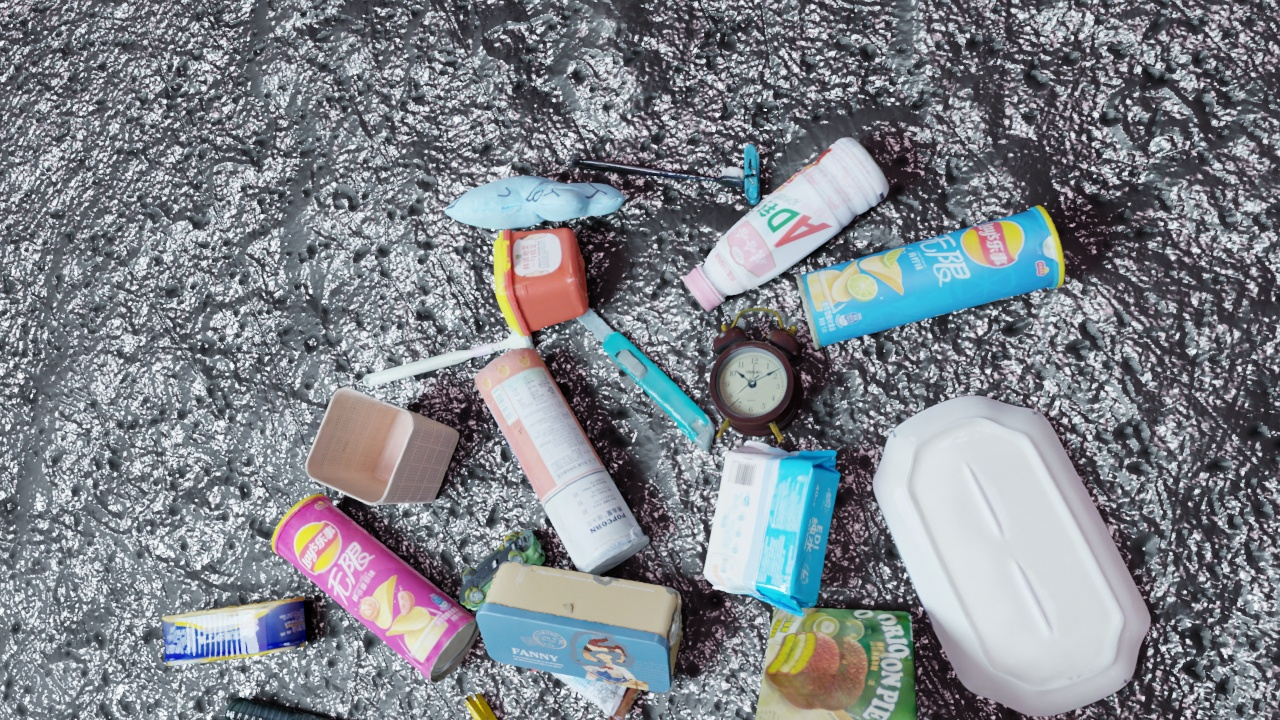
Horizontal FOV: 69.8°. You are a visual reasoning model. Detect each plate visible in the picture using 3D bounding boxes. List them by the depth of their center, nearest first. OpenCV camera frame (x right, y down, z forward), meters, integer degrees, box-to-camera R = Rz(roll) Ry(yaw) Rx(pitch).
[{"bbox_3d":[0.301,0.155,0.753,0.162,0.034,0.265,-23,74,10],"label":"plate"}]

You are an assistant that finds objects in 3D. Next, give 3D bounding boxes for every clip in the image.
[{"bbox_3d":[0.107,-0.178,0.878,0.014,0.042,0.056,-4,79,17],"label":"clip"}]

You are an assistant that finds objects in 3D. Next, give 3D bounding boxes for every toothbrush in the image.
[{"bbox_3d":[0.015,-0.189,0.909,0.181,0.015,0.018,9,76,16],"label":"toothbrush"},{"bbox_3d":[-0.198,0.000,0.930,0.190,0.020,0.029,-15,108,14],"label":"toothbrush"}]

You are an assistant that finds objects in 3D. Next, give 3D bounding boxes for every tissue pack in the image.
[{"bbox_3d":[0.115,0.140,0.784,0.090,0.063,0.140,4,77,38],"label":"tissue pack"}]

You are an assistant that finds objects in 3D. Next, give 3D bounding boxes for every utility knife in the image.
[{"bbox_3d":[-0.005,0.005,0.878,0.029,0.013,0.216,-47,71,2],"label":"utility knife"}]

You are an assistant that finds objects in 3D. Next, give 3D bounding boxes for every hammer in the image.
[{"bbox_3d":[-0.259,0.363,0.868,0.301,0.033,0.128,6,81,16],"label":"hammer"}]

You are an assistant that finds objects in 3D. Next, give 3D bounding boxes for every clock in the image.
[{"bbox_3d":[0.103,0.012,0.824,0.082,0.055,0.121,3,78,16],"label":"clock"}]

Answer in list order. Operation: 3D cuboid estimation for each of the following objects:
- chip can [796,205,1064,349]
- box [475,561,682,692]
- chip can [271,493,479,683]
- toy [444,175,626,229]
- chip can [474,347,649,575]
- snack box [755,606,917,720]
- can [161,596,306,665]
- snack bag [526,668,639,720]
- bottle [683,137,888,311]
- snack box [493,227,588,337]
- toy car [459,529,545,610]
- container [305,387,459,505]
[{"bbox_3d":[0.246,-0.069,0.792,0.210,0.071,0.071,-15,76,12],"label":"chip can"},{"bbox_3d":[-0.056,0.230,0.798,0.184,0.090,0.061,3,43,12],"label":"box"},{"bbox_3d":[-0.253,0.215,0.875,0.210,0.071,0.071,33,89,18],"label":"chip can"},{"bbox_3d":[-0.104,-0.156,0.894,0.156,0.161,0.050,14,114,54],"label":"toy"},{"bbox_3d":[-0.076,0.092,0.850,0.071,0.071,0.214,-34,73,7],"label":"chip can"},{"bbox_3d":[0.143,0.273,0.670,0.114,0.239,0.063,-2,109,14],"label":"snack box"},{"bbox_3d":[-0.400,0.266,0.904,0.148,0.074,0.049,-11,79,13],"label":"can"},{"bbox_3d":[-0.051,0.284,0.828,0.104,0.026,0.048,24,63,17],"label":"snack bag"},{"bbox_3d":[0.129,-0.118,0.838,0.197,0.068,0.068,-38,72,9],"label":"bottle"},{"bbox_3d":[-0.094,-0.080,0.879,0.080,0.082,0.091,-11,53,4],"label":"snack box"},{"bbox_3d":[-0.130,0.198,0.858,0.091,0.043,0.036,-38,113,0],"label":"toy car"},{"bbox_3d":[-0.239,0.086,0.875,0.090,0.111,0.090,19,84,18],"label":"container"}]
